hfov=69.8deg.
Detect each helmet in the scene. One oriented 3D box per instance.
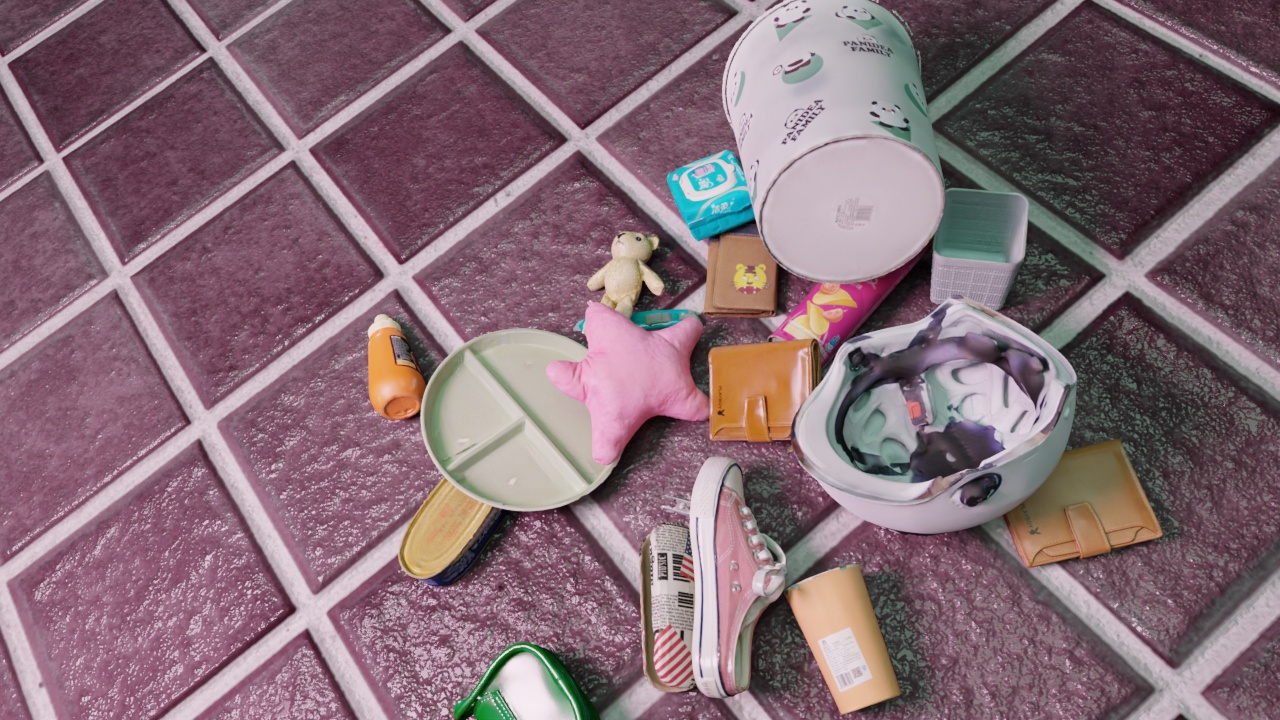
[{"bbox_3d":[0.287,0.075,0.891,0.258,0.146,0.229,-34,37,-3],"label":"helmet"}]

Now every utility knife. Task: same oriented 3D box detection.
[{"bbox_3d":[-0.004,-0.046,1.101,0.158,0.013,0.029,-5,56,11],"label":"utility knife"}]

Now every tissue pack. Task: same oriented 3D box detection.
[{"bbox_3d":[0.089,-0.200,1.112,0.093,0.050,0.133,-21,36,3],"label":"tissue pack"}]

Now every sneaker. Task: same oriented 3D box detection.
[{"bbox_3d":[0.101,0.204,0.895,0.088,0.118,0.240,-11,55,22],"label":"sneaker"}]

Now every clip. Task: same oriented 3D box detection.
[{"bbox_3d":[0.049,0.159,0.980,0.058,0.026,0.038,14,76,19],"label":"clip"}]

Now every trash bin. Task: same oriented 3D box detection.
[{"bbox_3d":[0.207,-0.232,0.986,0.230,0.230,0.251,-7,46,9],"label":"trash bin"}]

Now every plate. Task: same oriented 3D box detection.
[{"bbox_3d":[-0.128,0.065,1.026,0.230,0.028,0.229,5,58,-8],"label":"plate"}]

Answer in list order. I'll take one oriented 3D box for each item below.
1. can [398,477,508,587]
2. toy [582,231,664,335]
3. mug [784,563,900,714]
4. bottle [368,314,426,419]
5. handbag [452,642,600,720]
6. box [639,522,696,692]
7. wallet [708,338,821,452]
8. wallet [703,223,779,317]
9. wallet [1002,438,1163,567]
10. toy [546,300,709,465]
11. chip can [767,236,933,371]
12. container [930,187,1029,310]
[{"bbox_3d":[-0.202,0.179,1.013,0.075,0.049,0.148,27,73,23],"label":"can"},{"bbox_3d":[-0.026,-0.090,1.098,0.105,0.066,0.156,-1,55,31],"label":"toy"},{"bbox_3d":[0.194,0.264,0.868,0.078,0.078,0.122,-20,65,2],"label":"mug"},{"bbox_3d":[-0.305,0.001,1.122,0.067,0.067,0.149,-24,54,0],"label":"bottle"},{"bbox_3d":[-0.110,0.351,0.895,0.120,0.068,0.131,-40,62,-8],"label":"handbag"},{"bbox_3d":[0.038,0.240,0.910,0.075,0.082,0.163,2,61,-3],"label":"box"},{"bbox_3d":[0.132,0.040,0.983,0.131,0.035,0.119,-5,79,40],"label":"wallet"},{"bbox_3d":[0.121,-0.106,1.094,0.090,0.033,0.115,2,68,13],"label":"wallet"},{"bbox_3d":[0.424,0.141,0.902,0.132,0.031,0.107,-15,60,7],"label":"wallet"},{"bbox_3d":[-0.006,0.006,1.018,0.194,0.075,0.178,-25,83,-22],"label":"toy"},{"bbox_3d":[0.235,-0.077,1.029,0.071,0.071,0.210,38,77,26],"label":"chip can"},{"bbox_3d":[0.364,-0.115,0.996,0.090,0.111,0.090,8,66,17],"label":"container"}]
